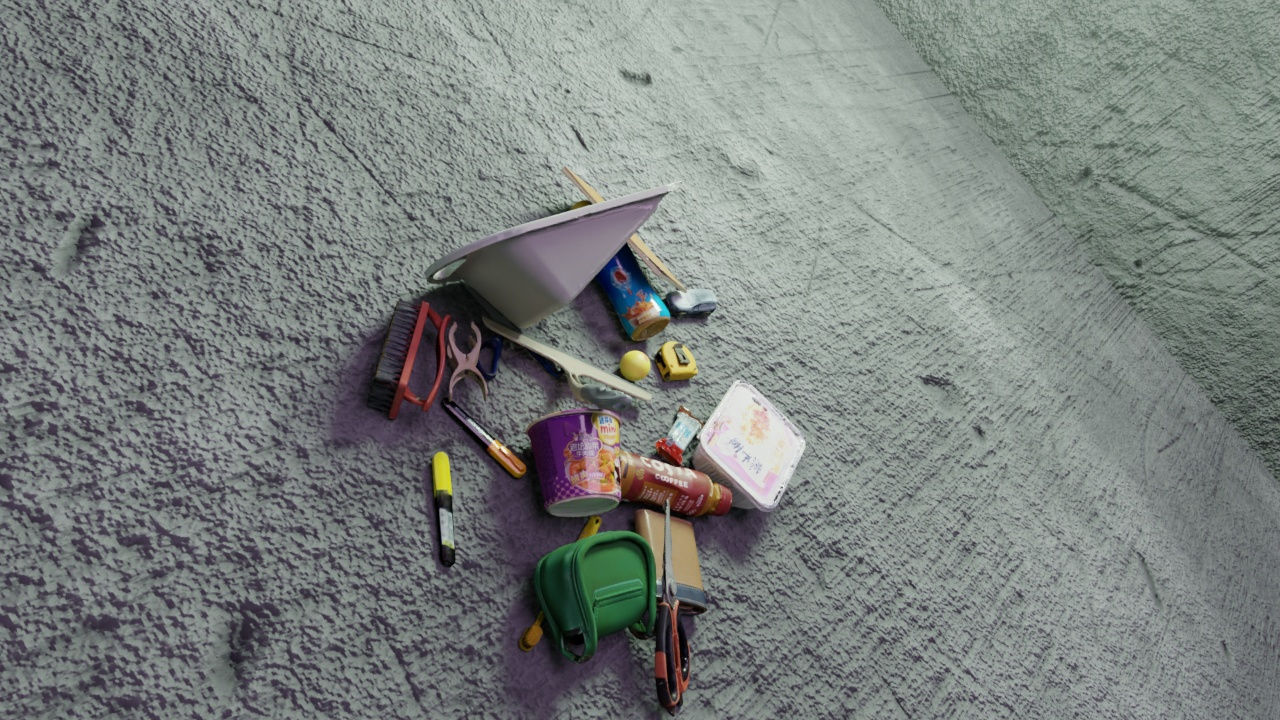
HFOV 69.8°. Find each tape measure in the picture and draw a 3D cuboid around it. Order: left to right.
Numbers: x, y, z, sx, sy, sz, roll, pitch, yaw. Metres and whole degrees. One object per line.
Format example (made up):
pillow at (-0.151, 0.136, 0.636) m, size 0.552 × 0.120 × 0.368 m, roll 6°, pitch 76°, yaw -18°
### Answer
tape measure at (0.051, 0.000, 1.282) m, size 0.059 × 0.029 × 0.057 m, roll -2°, pitch 59°, yaw -42°

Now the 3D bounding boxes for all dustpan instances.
dustpan at (-0.118, -0.145, 1.087) m, size 0.142 × 0.223 × 0.257 m, roll 44°, pitch 66°, yaw -13°

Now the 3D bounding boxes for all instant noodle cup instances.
instant noodle cup at (-0.068, 0.118, 1.027) m, size 0.111 × 0.112 × 0.099 m, roll 9°, pitch 60°, yaw -36°
instant noodle cup at (0.138, 0.122, 1.233) m, size 0.138 × 0.061 × 0.173 m, roll 44°, pitch 41°, yaw -3°

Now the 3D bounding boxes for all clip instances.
clip at (-0.201, 0.004, 1.048) m, size 0.076 × 0.035 × 0.100 m, roll -1°, pitch 54°, yaw -18°

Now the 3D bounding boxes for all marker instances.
marker at (-0.203, 0.153, 0.949) m, size 0.018 × 0.015 × 0.124 m, roll 10°, pitch 55°, yaw -34°
marker at (-0.176, 0.085, 1.027) m, size 0.124 × 0.015 × 0.018 m, roll 43°, pitch 33°, yaw 0°

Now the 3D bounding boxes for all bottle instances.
bottle at (-0.035, -0.131, 1.289) m, size 0.065 × 0.065 × 0.218 m, roll -12°, pitch 66°, yaw -45°
bottle at (0.032, 0.154, 1.116) m, size 0.174 × 0.058 × 0.057 m, roll 18°, pitch 48°, yaw -29°

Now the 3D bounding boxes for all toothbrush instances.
toothbrush at (-0.081, 0.233, 0.984) m, size 0.015 × 0.017 × 0.189 m, roll 41°, pitch 40°, yaw -8°

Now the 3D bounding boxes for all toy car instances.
toy car at (0.077, -0.088, 1.375) m, size 0.090 × 0.034 × 0.043 m, roll -5°, pitch 64°, yaw -41°

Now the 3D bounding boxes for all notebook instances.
notebook at (-0.019, -0.184, 1.312) m, size 0.211 × 0.012 × 0.149 m, roll 49°, pitch 9°, yaw 16°

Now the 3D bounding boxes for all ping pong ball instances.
ping pong ball at (-0.007, 0.007, 1.216) m, size 0.040 × 0.040 × 0.040 m, roll 23°, pitch 45°, yaw -25°

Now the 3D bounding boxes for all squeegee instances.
squeegee at (-0.058, 0.031, 1.052) m, size 0.246 × 0.039 × 0.247 m, roll 26°, pitch 1°, yaw -22°

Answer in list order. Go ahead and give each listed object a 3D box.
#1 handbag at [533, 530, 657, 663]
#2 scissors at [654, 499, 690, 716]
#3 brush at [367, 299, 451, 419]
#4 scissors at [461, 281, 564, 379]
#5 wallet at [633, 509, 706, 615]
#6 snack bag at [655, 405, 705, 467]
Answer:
handbag at (-0.039, 0.243, 0.958) m, size 0.131 × 0.068 × 0.120 m, roll -1°, pitch 70°, yaw -53°
scissors at (0.037, 0.263, 1.004) m, size 0.209 × 0.015 × 0.177 m, roll -72°, pitch 147°, yaw -47°
brush at (-0.248, -0.007, 1.005) m, size 0.069 × 0.063 × 0.145 m, roll 17°, pitch 45°, yaw -15°
scissors at (-0.164, -0.033, 1.137) m, size 0.176 × 0.012 × 0.161 m, roll 39°, pitch 40°, yaw -5°
wallet at (0.033, 0.236, 1.071) m, size 0.090 × 0.033 × 0.115 m, roll 20°, pitch 46°, yaw -32°
snack bag at (0.053, 0.097, 1.205) m, size 0.045 × 0.026 × 0.105 m, roll 36°, pitch 39°, yaw 2°
